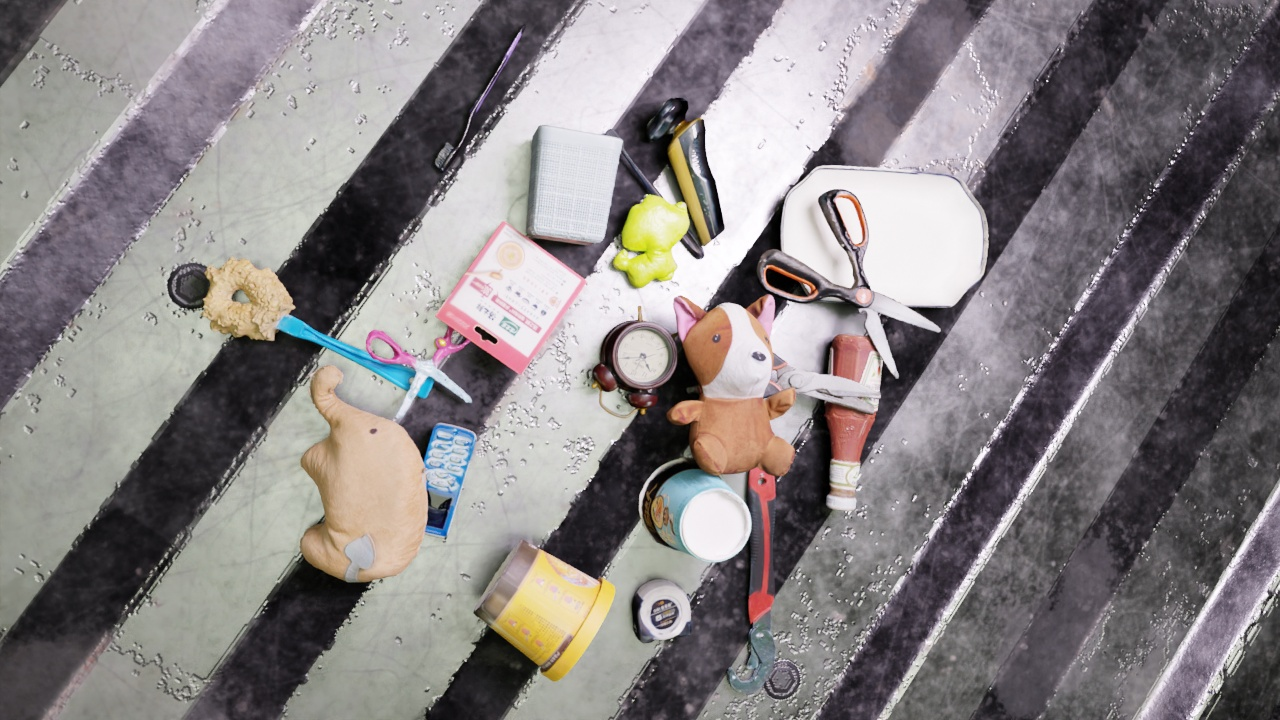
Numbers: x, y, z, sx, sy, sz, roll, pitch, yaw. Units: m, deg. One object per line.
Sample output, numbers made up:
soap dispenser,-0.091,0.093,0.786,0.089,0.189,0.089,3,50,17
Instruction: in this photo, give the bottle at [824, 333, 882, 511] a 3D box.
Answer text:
bottle,0.246,0.073,1.079,0.059,0.060,0.206,6,90,-13

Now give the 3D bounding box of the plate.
plate,0.287,-0.145,1.094,0.265,0.034,0.162,1,91,-12

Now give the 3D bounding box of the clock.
clock,-0.006,0.006,1.023,0.082,0.055,0.122,29,83,-12

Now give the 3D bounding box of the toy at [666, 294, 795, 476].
toy,0.099,0.026,0.992,0.140,0.131,0.199,2,81,-22

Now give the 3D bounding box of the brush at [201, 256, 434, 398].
brush,-0.337,-0.025,0.963,0.254,0.046,0.083,27,82,-16

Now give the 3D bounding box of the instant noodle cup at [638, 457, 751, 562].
instant noodle cup,0.065,0.169,1.012,0.111,0.120,0.111,0,92,-13

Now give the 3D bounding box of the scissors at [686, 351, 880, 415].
scissors,0.159,0.032,1.052,0.199,0.015,0.205,-36,88,5

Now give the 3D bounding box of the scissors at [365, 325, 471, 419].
scissors,-0.231,0.002,0.981,0.134,0.017,0.133,34,72,-22

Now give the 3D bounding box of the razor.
razor,0.055,-0.211,1.037,0.068,0.062,0.167,-15,102,19

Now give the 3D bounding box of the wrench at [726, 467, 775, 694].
wrench,0.138,0.259,1.085,0.056,0.016,0.273,4,92,-13

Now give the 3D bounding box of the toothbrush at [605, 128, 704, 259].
toothbrush,0.017,-0.188,1.044,0.015,0.018,0.181,-39,101,-3

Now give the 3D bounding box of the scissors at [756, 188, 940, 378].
scissors,0.240,-0.092,1.045,0.221,0.022,0.227,5,85,-6

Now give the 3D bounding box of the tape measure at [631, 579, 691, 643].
tape measure,0.024,0.286,1.052,0.065,0.033,0.066,-3,95,-14

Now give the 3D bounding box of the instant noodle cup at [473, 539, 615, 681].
instant noodle cup,-0.107,0.262,0.984,0.114,0.118,0.118,34,84,-4

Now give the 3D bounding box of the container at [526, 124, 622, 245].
container,-0.076,-0.184,0.986,0.090,0.090,0.111,7,93,-12

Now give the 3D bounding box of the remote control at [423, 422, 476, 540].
remote control,-0.217,0.131,0.997,0.049,0.024,0.125,17,92,-12

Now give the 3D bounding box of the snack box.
snack box,-0.141,-0.067,0.997,0.113,0.044,0.127,36,83,-12

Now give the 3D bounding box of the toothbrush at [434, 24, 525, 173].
toothbrush,-0.174,-0.287,0.999,0.017,0.014,0.189,29,85,0

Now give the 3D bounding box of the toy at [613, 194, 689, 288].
toy,0.012,-0.135,1.031,0.096,0.031,0.100,-16,102,-7

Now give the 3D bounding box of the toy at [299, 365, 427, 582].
toy,-0.288,0.117,0.950,0.143,0.082,0.226,-1,92,3
